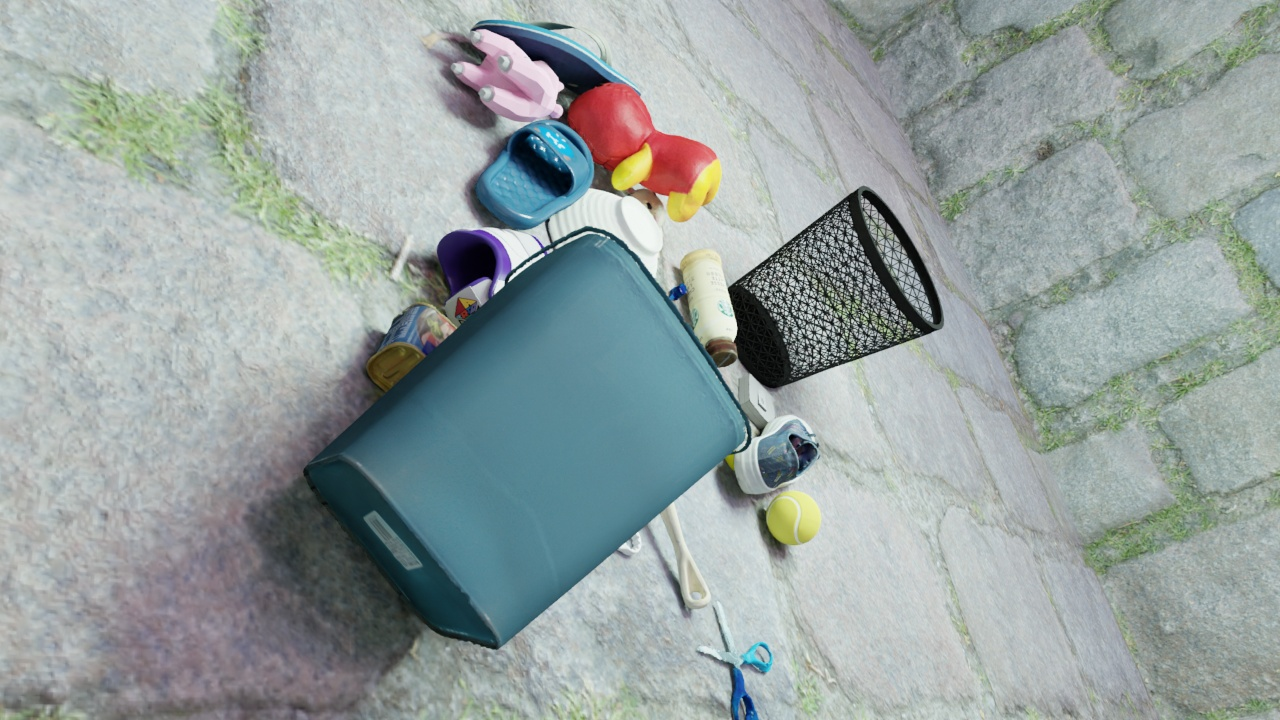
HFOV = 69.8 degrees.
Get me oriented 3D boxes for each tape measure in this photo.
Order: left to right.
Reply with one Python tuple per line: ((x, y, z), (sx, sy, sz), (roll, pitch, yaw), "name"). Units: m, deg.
((0.158, 0.056, 1.231), (0.060, 0.020, 0.062), (44, 33, -27), "tape measure")

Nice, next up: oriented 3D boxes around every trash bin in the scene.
((-0.084, 0.059, 0.625), (0.218, 0.200, 0.196), (-42, 102, -30), "trash bin")
((0.256, -0.085, 1.279), (0.217, 0.244, 0.216), (38, 36, -35), "trash bin")

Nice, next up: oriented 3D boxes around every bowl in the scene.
((-0.024, -0.142, 1.073), (0.177, 0.071, 0.177), (38, 36, -35), "bowl")

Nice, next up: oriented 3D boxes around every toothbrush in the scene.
((0.022, -0.061, 1.126), (0.016, 0.017, 0.189), (56, 29, -6), "toothbrush")

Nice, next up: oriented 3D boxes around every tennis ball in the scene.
((0.184, 0.190, 1.106), (0.065, 0.065, 0.065), (38, 36, -35), "tennis ball")

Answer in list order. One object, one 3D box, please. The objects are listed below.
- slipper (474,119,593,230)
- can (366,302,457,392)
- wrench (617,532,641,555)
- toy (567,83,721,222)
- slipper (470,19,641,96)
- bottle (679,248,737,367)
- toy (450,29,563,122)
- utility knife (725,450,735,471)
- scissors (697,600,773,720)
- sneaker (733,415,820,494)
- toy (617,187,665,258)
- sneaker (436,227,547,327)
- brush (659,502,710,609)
((-0.106, -0.209, 0.999), (0.104, 0.059, 0.213), (37, 38, -8), "slipper")
((-0.164, 0.009, 0.737), (0.100, 0.054, 0.058), (46, 30, -25), "can")
((-0.082, 0.157, 0.776), (0.273, 0.009, 0.047), (11, 55, -54), "wrench")
((0.003, -0.270, 1.161), (0.216, 0.099, 0.147), (37, 26, 2), "toy")
((-0.089, -0.384, 1.144), (0.294, 0.118, 0.060), (3, 97, -61), "slipper")
((0.092, -0.068, 1.201), (0.056, 0.057, 0.161), (27, 43, -45), "bottle")
((-0.135, -0.313, 1.038), (0.123, 0.067, 0.157), (45, 20, 28), "toy")
((0.069, 0.046, 1.105), (0.203, 0.020, 0.028), (56, 28, -6), "utility knife")
((0.100, 0.309, 0.921), (0.127, 0.014, 0.133), (34, 39, -38), "scissors")
((0.191, 0.117, 1.144), (0.235, 0.079, 0.087), (-11, 87, -65), "sneaker")
((0.004, -0.187, 1.186), (0.112, 0.050, 0.087), (47, 31, -13), "toy")
((-0.114, -0.020, 0.806), (0.111, 0.092, 0.244), (13, 50, -53), "sneaker")
((0.015, 0.117, 0.919), (0.077, 0.062, 0.272), (113, -42, -79), "brush")
